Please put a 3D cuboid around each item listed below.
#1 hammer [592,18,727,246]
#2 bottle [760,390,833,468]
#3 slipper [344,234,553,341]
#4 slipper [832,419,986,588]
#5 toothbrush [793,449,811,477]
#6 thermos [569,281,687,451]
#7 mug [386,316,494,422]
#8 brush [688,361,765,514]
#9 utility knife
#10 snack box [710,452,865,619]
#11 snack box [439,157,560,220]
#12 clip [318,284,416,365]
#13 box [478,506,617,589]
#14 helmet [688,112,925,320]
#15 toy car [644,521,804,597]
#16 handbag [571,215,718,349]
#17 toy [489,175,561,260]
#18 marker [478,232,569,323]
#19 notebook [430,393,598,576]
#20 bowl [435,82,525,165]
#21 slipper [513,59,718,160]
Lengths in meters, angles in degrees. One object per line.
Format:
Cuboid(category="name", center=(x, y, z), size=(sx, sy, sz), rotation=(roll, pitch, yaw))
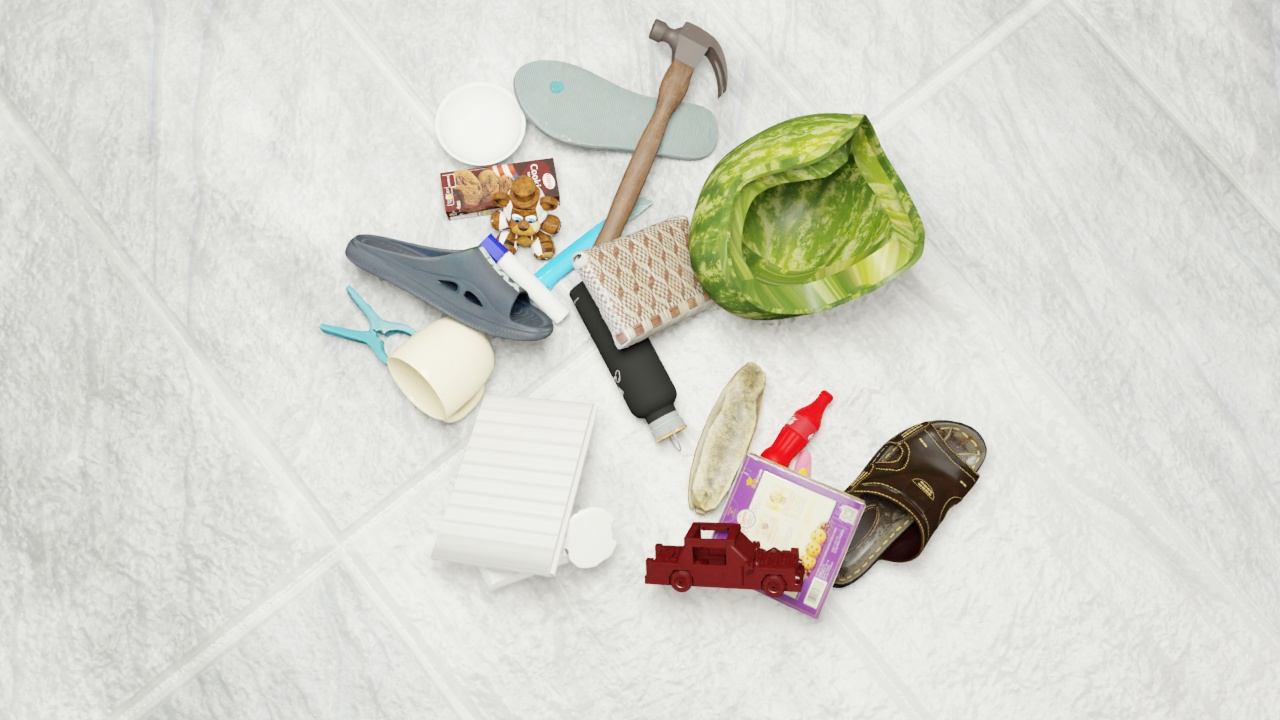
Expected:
Cuboid(category="hammer", center=(0.013, -0.269, 1.137), size=(0.115, 0.033, 0.322), rotation=(25, 81, -11))
Cuboid(category="bottle", center=(0.192, 0.085, 1.112), size=(0.036, 0.036, 0.119), rotation=(40, 79, 4))
Cuboid(category="slipper", center=(-0.214, -0.106, 1.076), size=(0.268, 0.110, 0.083), rotation=(25, 106, 7))
Cuboid(category="slipper", center=(0.306, 0.166, 1.085), size=(0.267, 0.076, 0.113), rotation=(-39, 85, -10))
Cuboid(category="toothbrush", center=(0.189, 0.174, 1.107), size=(0.021, 0.016, 0.135), rotation=(12, 77, 0))
Cuboid(category="thermos", center=(-0.007, 0.006, 1.100), size=(0.061, 0.061, 0.231), rotation=(-27, 82, -9))
Cuboid(category="mug", center=(-0.220, 0.011, 1.071), size=(0.099, 0.096, 0.120), rotation=(-45, 129, -29))
Cuboid(category="brush", center=(0.105, 0.091, 1.101), size=(0.059, 0.043, 0.195), rotation=(23, 80, 0))
Cuboid(category="utility knife", center=(-0.067, -0.141, 1.146), size=(0.205, 0.015, 0.031), rotation=(-38, 87, -6))
Cuboid(category="snack box", center=(0.164, 0.199, 1.055), size=(0.148, 0.040, 0.143), rotation=(23, 92, 14))
Cuboid(category="snack box", center=(-0.174, -0.213, 1.144), size=(0.141, 0.032, 0.051), rotation=(-9, 80, -6))
Cuboid(category="clip", center=(-0.326, -0.020, 1.101), size=(0.127, 0.028, 0.113), rotation=(21, 81, 0))
Cuboid(category="box", center=(-0.107, 0.205, 1.044), size=(0.166, 0.092, 0.083), rotation=(-18, 101, -9))
Cuboid(category="helmet", center=(0.176, -0.161, 1.056), size=(0.248, 0.242, 0.213), rotation=(-27, 112, 22))
Cuboid(category="toy car", center=(0.093, 0.218, 1.013), size=(0.170, 0.070, 0.062), rotation=(0, 99, 14))
Cuboid(category="handbag", center=(0.013, -0.097, 1.096), size=(0.185, 0.047, 0.124), rotation=(-26, 84, -38))
Cuboid(category="toy", center=(-0.139, -0.173, 1.102), size=(0.087, 0.113, 0.067), rotation=(4, 68, -3))
Cuboid(category="marker", center=(-0.141, -0.099, 1.111), size=(0.023, 0.027, 0.133), rotation=(-45, 101, 3))
Cuboid(category="notebook", center=(-0.139, 0.134, 1.037), size=(0.143, 0.009, 0.209), rotation=(5, 58, 15))
Cuboid(category="bowl", center=(-0.199, -0.289, 1.151), size=(0.110, 0.040, 0.110), rotation=(1, 79, -4))
Cuboid(category="slipper", center=(-0.034, -0.303, 1.168), size=(0.268, 0.055, 0.098), rotation=(13, 81, -13))
